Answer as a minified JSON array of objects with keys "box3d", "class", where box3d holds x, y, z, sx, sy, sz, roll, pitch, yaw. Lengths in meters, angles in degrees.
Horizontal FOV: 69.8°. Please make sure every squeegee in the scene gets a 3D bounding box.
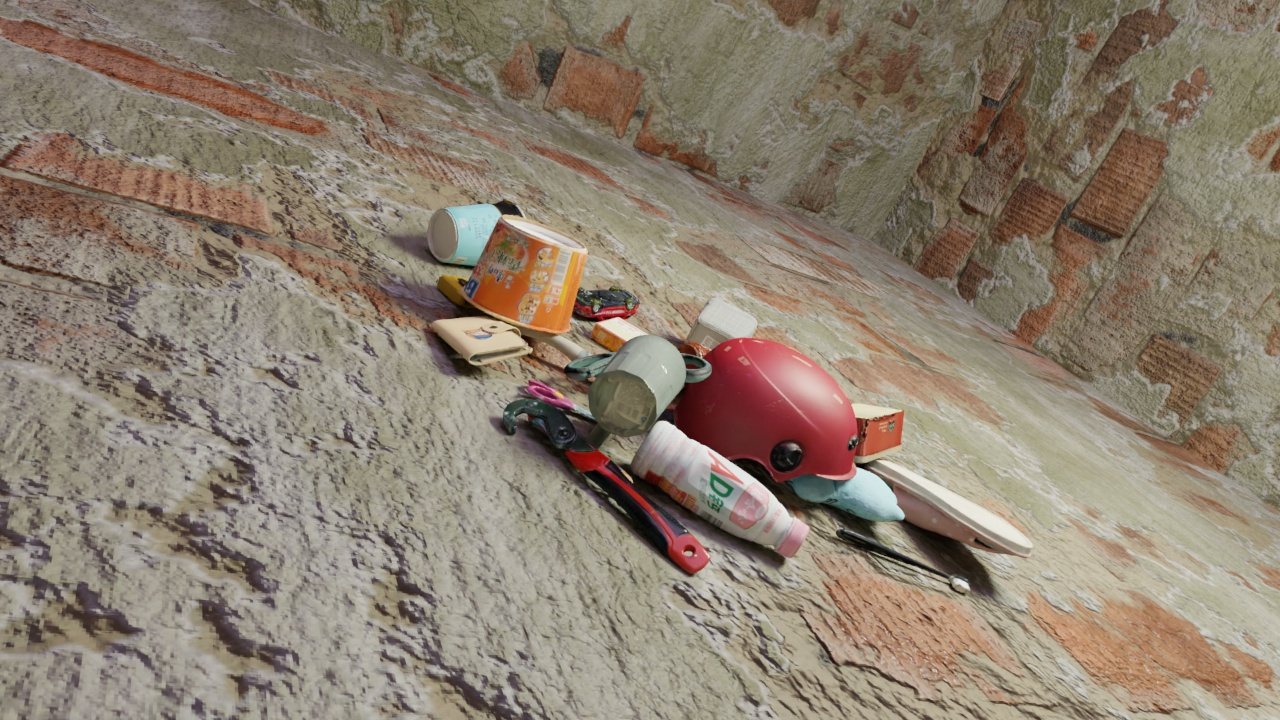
[{"box3d":[-0.090,-0.004,1.174,0.246,0.039,0.246,26,19,-1],"class":"squeegee"}]

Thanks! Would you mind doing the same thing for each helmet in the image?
[{"box3d":[0.168,0.051,1.144,0.240,0.144,0.206,12,19,3],"class":"helmet"}]

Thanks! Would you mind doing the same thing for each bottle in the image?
[{"box3d":[0.087,0.141,0.981,0.197,0.068,0.068,31,20,7],"class":"bottle"},{"box3d":[0.123,0.028,1.304,0.206,0.060,0.060,23,16,-47],"class":"bottle"}]

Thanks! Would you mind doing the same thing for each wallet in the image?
[{"box3d":[-0.185,-0.028,1.084,0.087,0.024,0.115,-9,24,-32],"class":"wallet"}]

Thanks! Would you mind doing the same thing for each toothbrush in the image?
[{"box3d":[0.312,0.237,1.087,0.181,0.016,0.018,24,28,-7],"class":"toothbrush"}]

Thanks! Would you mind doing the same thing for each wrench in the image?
[{"box3d":[-0.036,0.120,0.930,0.273,0.016,0.056,37,52,24],"class":"wrench"}]

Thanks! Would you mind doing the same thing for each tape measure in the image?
[{"box3d":[-0.237,-0.095,1.239,0.057,0.029,0.060,2,30,-50],"class":"tape measure"}]

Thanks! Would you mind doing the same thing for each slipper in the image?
[{"box3d":[0.397,0.201,1.223,0.114,0.054,0.274,17,9,-33],"class":"slipper"}]

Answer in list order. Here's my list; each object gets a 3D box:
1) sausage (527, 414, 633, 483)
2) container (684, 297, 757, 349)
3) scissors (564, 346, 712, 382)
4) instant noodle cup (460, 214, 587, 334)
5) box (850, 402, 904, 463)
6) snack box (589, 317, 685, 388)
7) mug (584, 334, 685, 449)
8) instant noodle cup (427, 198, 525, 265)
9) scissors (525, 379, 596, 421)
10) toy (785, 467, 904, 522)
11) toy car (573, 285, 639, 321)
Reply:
[{"box3d":[-0.064,0.094,0.978,0.156,0.020,0.020,33,21,20],"class":"sausage"},{"box3d":[0.118,-0.032,1.432,0.090,0.090,0.114,28,22,7],"class":"container"},{"box3d":[-0.003,0.007,1.112,0.169,0.019,0.174,-12,20,-28],"class":"scissors"},{"box3d":[-0.142,-0.114,1.181,0.151,0.111,0.151,21,14,-6],"class":"instant noodle cup"},{"box3d":[0.313,0.094,1.321,0.091,0.079,0.168,7,6,34],"class":"box"},{"box3d":[0.009,-0.012,1.334,0.156,0.027,0.076,31,20,16],"class":"snack box"},{"box3d":[-0.014,0.042,1.012,0.083,0.124,0.103,37,28,2],"class":"mug"},{"box3d":[-0.247,-0.187,1.364,0.120,0.111,0.111,-7,37,-45],"class":"instant noodle cup"},{"box3d":[-0.074,0.056,1.078,0.135,0.017,0.063,25,10,-14],"class":"scissors"},{"box3d":[0.255,0.160,1.164,0.156,0.050,0.161,-1,26,-34],"class":"toy"},{"box3d":[-0.056,-0.084,1.413,0.120,0.045,0.053,-3,32,-43],"class":"toy car"}]
